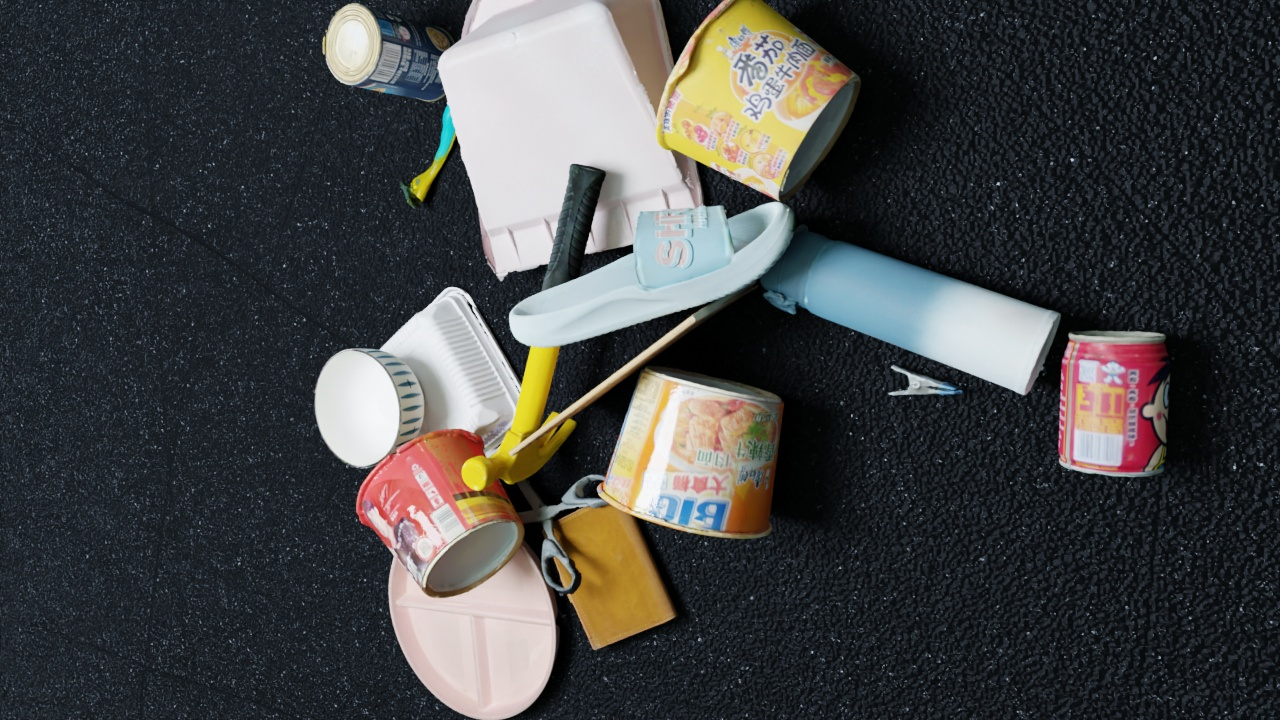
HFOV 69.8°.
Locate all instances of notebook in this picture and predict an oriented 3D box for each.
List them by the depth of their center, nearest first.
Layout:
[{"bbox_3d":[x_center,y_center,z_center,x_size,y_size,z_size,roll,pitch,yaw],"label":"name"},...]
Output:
[{"bbox_3d":[-0.005,0.005,0.779,0.212,0.149,0.012,-36,89,29],"label":"notebook"}]

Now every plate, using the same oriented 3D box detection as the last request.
[{"bbox_3d":[-0.178,0.269,0.983,0.230,0.028,0.229,4,98,31],"label":"plate"}]

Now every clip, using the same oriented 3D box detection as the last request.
[{"bbox_3d":[0.223,0.018,0.720,0.056,0.024,0.027,9,97,36],"label":"clip"}]

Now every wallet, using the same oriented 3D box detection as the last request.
[{"bbox_3d":[-0.039,0.207,0.889,0.119,0.035,0.130,-30,79,30],"label":"wallet"}]

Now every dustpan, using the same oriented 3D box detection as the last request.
[{"bbox_3d":[-0.061,-0.240,0.847,0.223,0.138,0.274,-8,119,19],"label":"dustpan"}]

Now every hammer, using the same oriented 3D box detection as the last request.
[{"bbox_3d":[-0.082,-0.027,0.829,0.033,0.128,0.301,24,109,26],"label":"hammer"}]

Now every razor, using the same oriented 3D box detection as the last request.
[{"bbox_3d":[-0.210,-0.220,0.943,0.133,0.028,0.043,-58,37,25],"label":"razor"}]

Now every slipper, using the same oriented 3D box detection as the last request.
[{"bbox_3d":[0.003,-0.079,0.726,0.246,0.103,0.074,-19,110,14],"label":"slipper"}]

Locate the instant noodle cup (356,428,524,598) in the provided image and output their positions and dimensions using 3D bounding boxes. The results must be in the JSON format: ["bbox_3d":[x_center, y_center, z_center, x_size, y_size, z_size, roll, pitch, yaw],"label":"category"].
[{"bbox_3d":[-0.185,0.151,0.874,0.108,0.137,0.138,48,117,30],"label":"instant noodle cup"}]

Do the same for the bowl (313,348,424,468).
[{"bbox_3d":[-0.260,0.044,0.913,0.117,0.066,0.116,3,97,29],"label":"bowl"}]

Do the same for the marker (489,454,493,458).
[{"bbox_3d":[-0.181,0.130,0.973,0.124,0.015,0.018,-38,39,32],"label":"marker"}]

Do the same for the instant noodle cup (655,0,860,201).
[{"bbox_3d":[0.095,-0.197,0.710,0.110,0.137,0.138,37,113,13],"label":"instant noodle cup"}]

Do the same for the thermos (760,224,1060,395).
[{"bbox_3d":[0.198,-0.042,0.702,0.221,0.070,0.070,23,107,26],"label":"thermos"}]

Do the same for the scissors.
[{"bbox_3d":[-0.093,0.155,0.895,0.181,0.014,0.159,-23,55,28],"label":"scissors"}]

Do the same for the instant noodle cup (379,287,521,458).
[{"bbox_3d":[-0.204,0.025,0.952,0.138,0.060,0.173,-38,78,28],"label":"instant noodle cup"}]

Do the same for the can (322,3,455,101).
[{"bbox_3d":[-0.245,-0.302,0.905,0.075,0.111,0.075,4,98,30],"label":"can"}]

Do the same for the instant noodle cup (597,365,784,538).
[{"bbox_3d":[0.048,0.071,0.764,0.151,0.151,0.111,15,95,28],"label":"instant noodle cup"}]

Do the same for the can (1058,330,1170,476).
[{"bbox_3d":[0.326,0.028,0.633,0.067,0.066,0.094,3,97,30],"label":"can"}]
